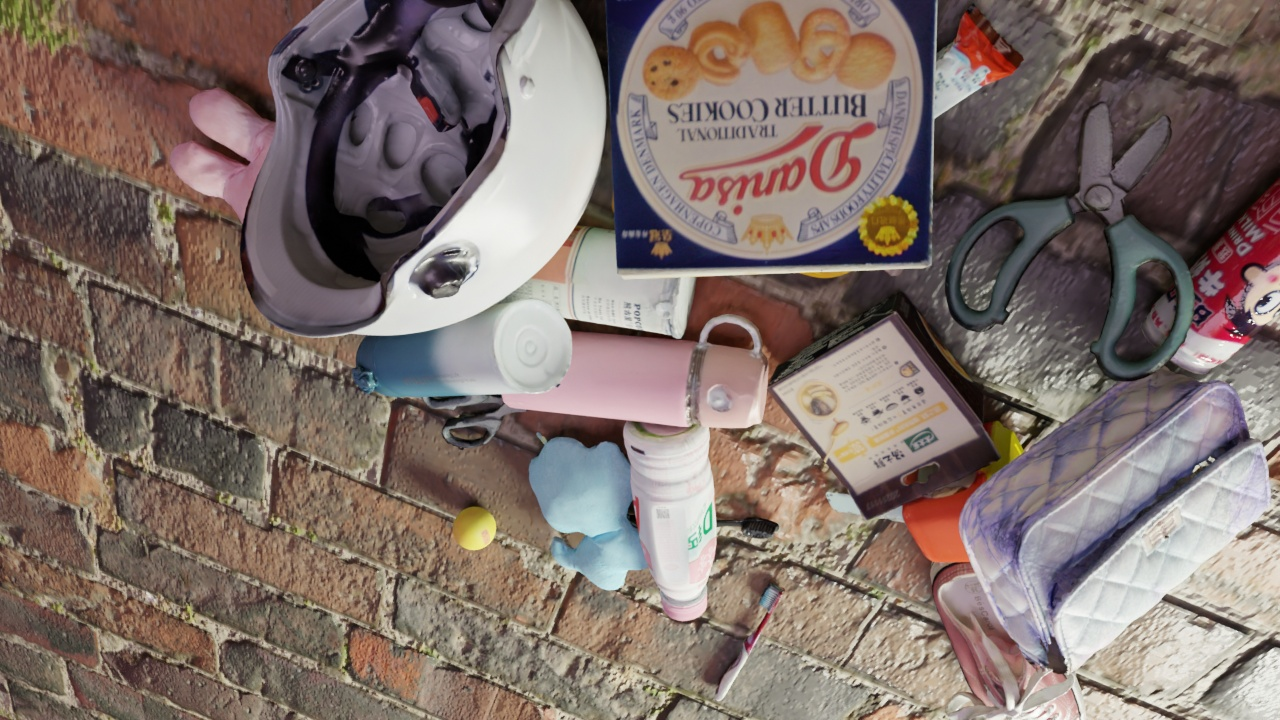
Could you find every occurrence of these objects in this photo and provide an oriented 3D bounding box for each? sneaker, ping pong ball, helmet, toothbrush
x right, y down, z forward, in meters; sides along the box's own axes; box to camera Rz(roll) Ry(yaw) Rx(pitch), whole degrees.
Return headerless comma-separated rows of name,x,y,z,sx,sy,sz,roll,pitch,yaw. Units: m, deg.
sneaker,0.306,0.262,0.765,0.118,0.087,0.241,-19,116,27
ping pong ball,-0.156,0.158,0.864,0.040,0.040,0.040,8,126,11
helmet,-0.119,-0.124,0.562,0.229,0.145,0.259,48,112,35
toothbrush,0.100,0.275,0.884,0.017,0.016,0.188,25,128,9
toothbrush,0.028,0.145,0.813,0.189,0.017,0.014,0,115,19

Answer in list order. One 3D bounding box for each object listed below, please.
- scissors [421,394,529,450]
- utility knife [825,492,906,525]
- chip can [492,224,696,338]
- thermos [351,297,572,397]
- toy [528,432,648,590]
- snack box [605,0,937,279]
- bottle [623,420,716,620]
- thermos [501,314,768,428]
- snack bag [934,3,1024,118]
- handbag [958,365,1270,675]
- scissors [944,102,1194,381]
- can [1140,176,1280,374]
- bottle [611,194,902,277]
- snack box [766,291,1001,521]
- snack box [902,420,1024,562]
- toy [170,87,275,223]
scissors,-0.108,0.032,0.777,0.150,0.014,0.171,35,127,-10
utility knife,0.250,0.125,0.728,0.205,0.018,0.034,6,114,13
chip can,-0.071,-0.066,0.658,0.215,0.071,0.071,9,126,11
thermos,-0.142,-0.003,0.681,0.221,0.070,0.070,-5,126,48
toy,-0.046,0.129,0.803,0.156,0.049,0.162,42,129,-8
snack box,0.075,-0.141,0.525,0.178,0.045,0.182,-1,100,10
bottle,0.028,0.131,0.760,0.068,0.068,0.197,3,120,16
thermos,-0.004,0.004,0.695,0.199,0.067,0.087,4,107,15
snack bag,0.169,-0.158,0.546,0.048,0.026,0.104,46,126,-8
handbag,0.310,0.102,0.595,0.193,0.075,0.134,-35,116,-8
scissors,0.257,-0.070,0.571,0.176,0.019,0.175,-1,107,35
can,0.364,-0.054,0.542,0.053,0.053,0.133,27,128,-3
bottle,0.079,-0.096,0.592,0.189,0.067,0.068,16,127,6
snack box,0.173,0.034,0.656,0.113,0.053,0.125,-34,101,33
snack box,0.239,0.099,0.670,0.080,0.091,0.082,-16,120,34
toy,-0.267,-0.131,0.684,0.159,0.054,0.122,35,120,-10
